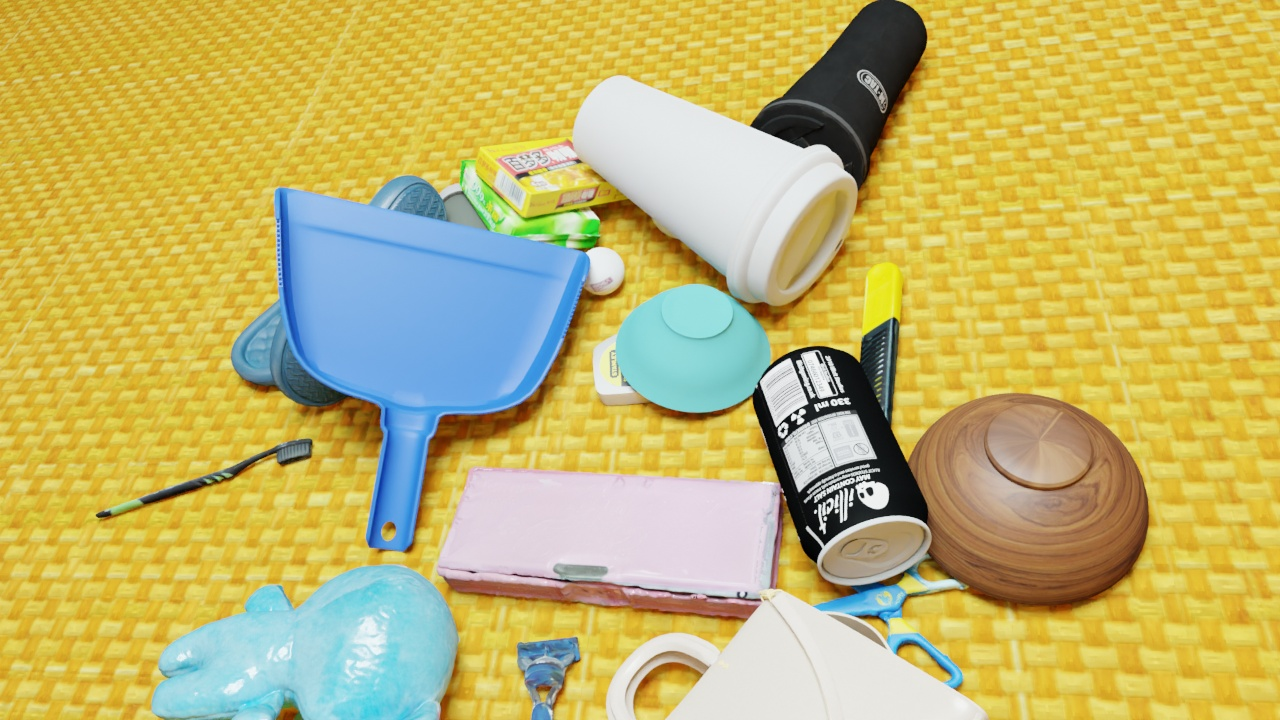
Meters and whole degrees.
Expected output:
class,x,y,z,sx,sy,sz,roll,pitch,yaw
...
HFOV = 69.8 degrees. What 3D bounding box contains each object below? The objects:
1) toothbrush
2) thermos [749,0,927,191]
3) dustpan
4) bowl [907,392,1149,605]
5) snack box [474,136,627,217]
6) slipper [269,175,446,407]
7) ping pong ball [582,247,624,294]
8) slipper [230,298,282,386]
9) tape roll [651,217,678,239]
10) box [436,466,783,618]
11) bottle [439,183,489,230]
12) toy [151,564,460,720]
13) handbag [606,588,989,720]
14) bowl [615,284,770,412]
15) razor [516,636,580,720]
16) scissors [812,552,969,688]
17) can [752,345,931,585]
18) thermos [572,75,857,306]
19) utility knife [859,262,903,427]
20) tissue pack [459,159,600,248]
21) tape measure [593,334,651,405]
class,x,y,z,sx,sy,sz,roll,pitch,yaw
toothbrush,-0.357,0.100,0.752,0.188,0.014,0.017,-19,59,0
thermos,0.182,-0.233,0.811,0.106,0.106,0.218,18,55,26
dustpan,-0.172,0.013,0.701,0.245,0.060,0.257,10,86,-17
bowl,0.242,0.070,0.571,0.147,0.069,0.147,-6,49,6
snack box,-0.065,-0.168,0.817,0.151,0.025,0.075,-20,54,-42
slipper,-0.238,-0.062,0.762,0.059,0.104,0.213,26,82,30
ping pong ball,-0.034,-0.076,0.782,0.040,0.040,0.040,-7,52,9
slipper,-0.284,-0.065,0.830,0.104,0.059,0.213,24,64,27
tape roll,0.054,-0.148,0.827,0.094,0.019,0.093,-8,52,10
box,-0.022,0.119,0.630,0.233,0.041,0.098,2,55,17
bottle,-0.153,-0.110,0.828,0.060,0.060,0.108,-23,51,-3
toy,-0.204,0.198,0.579,0.180,0.115,0.183,-10,26,-15
handbag,0.060,0.218,0.509,0.194,0.101,0.198,-44,43,-19
bowl,0.042,-0.023,0.700,0.121,0.046,0.121,1,52,-1
razor,-0.059,0.238,0.563,0.044,0.018,0.140,-9,52,7
scissors,0.159,0.147,0.577,0.125,0.016,0.125,-36,52,-19
can,0.128,0.064,0.598,0.080,0.080,0.145,-16,47,3
thermos,0.051,-0.147,0.742,0.222,0.132,0.131,37,69,26
utility knife,0.174,0.008,0.676,0.029,0.020,0.197,-12,49,36
tissue pack,-0.097,-0.139,0.817,0.099,0.034,0.114,-9,49,-37
tape measure,-0.004,0.004,0.728,0.065,0.017,0.064,-9,52,8
